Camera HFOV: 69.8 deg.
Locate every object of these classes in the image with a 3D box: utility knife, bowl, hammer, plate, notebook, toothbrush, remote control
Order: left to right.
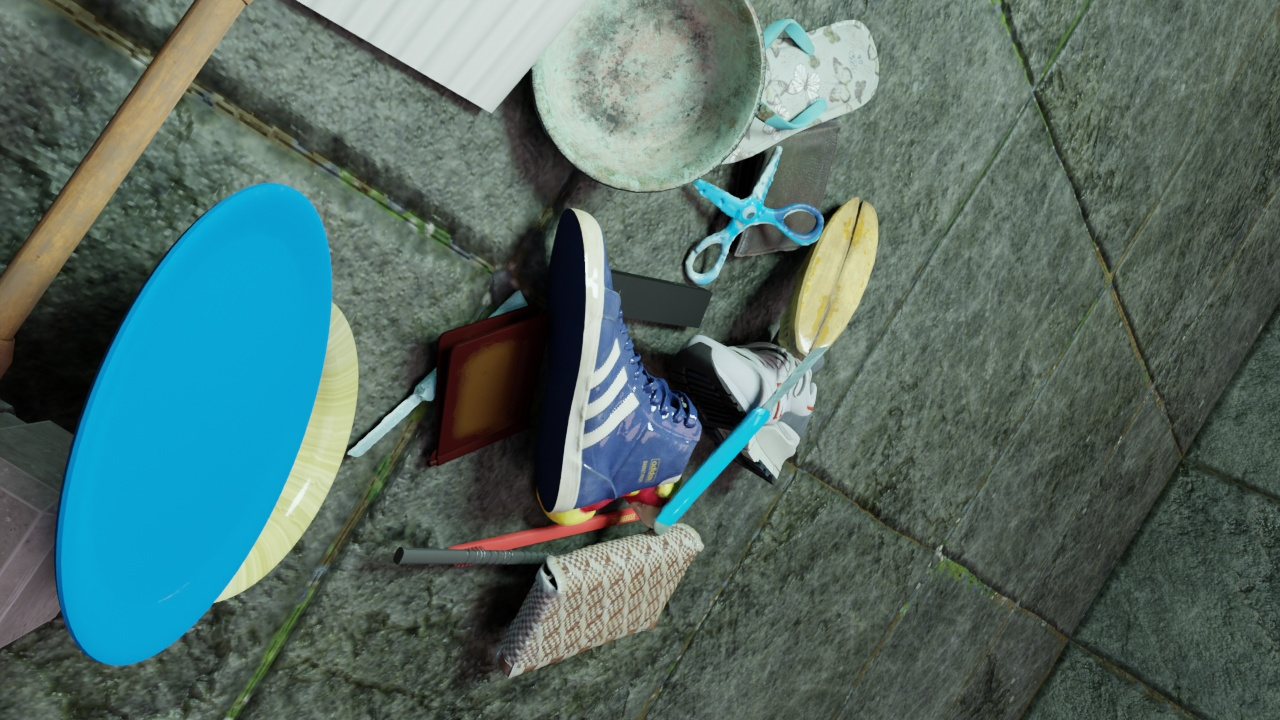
[{"bbox_3d":[-0.252,-0.051,0.394,0.162,0.083,0.317,34,88,-6],"label":"hammer"},{"bbox_3d":[-0.203,0.025,0.426,0.224,0.024,0.224,149,-43,-90],"label":"plate"},{"bbox_3d":[-0.231,0.044,0.530,0.184,0.036,0.184,17,89,-78],"label":"plate"},{"bbox_3d":[-0.115,-0.230,0.485,0.143,0.009,0.209,-42,143,23],"label":"notebook"},{"bbox_3d":[-0.140,0.012,0.649,0.166,0.015,0.022,-45,136,-18],"label":"utility knife"},{"bbox_3d":[-0.081,0.174,0.786,0.324,0.015,0.095,17,105,-52],"label":"hammer"},{"bbox_3d":[-0.074,0.152,0.797,0.212,0.018,0.012,-4,116,-43],"label":"toothbrush"},{"bbox_3d":[0.002,-0.052,0.751,0.149,0.013,0.034,6,111,-45],"label":"remote control"},{"bbox_3d":[0.003,-0.194,0.613,0.157,0.038,0.158,-5,114,-11],"label":"bowl"},{"bbox_3d":[0.080,0.069,0.768,0.222,0.015,0.031,-48,145,16],"label":"utility knife"}]

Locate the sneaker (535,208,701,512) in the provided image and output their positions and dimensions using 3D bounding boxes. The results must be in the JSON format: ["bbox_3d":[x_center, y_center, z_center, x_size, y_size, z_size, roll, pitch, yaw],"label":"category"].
[{"bbox_3d":[-0.005,0.005,0.685,0.118,0.091,0.233,-2,111,-23],"label":"sneaker"}]

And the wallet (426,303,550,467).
[{"bbox_3d":[-0.111,0.021,0.668,0.091,0.018,0.116,-22,138,-39],"label":"wallet"}]

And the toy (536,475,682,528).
[{"bbox_3d":[-0.026,0.094,0.784,0.137,0.067,0.105,14,101,-35],"label":"toy"}]

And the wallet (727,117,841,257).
[{"bbox_3d":[0.123,-0.151,0.799,0.099,0.031,0.120,-12,124,-36],"label":"wallet"}]

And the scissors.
[{"bbox_3d":[0.095,-0.116,0.769,0.139,0.011,0.134,11,119,-25],"label":"scissors"}]

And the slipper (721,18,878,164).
[{"bbox_3d":[0.110,-0.211,0.710,0.268,0.055,0.098,-20,108,-35],"label":"slipper"}]

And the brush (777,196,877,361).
[{"bbox_3d":[0.172,-0.073,0.834,0.194,0.059,0.043,-63,-174,-31],"label":"brush"}]

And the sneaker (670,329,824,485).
[{"bbox_3d":[0.110,0.016,0.853,0.124,0.089,0.240,-51,147,-14],"label":"sneaker"}]

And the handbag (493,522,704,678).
[{"bbox_3d":[-0.035,0.205,0.810,0.185,0.047,0.124,-3,129,-45],"label":"handbag"}]
